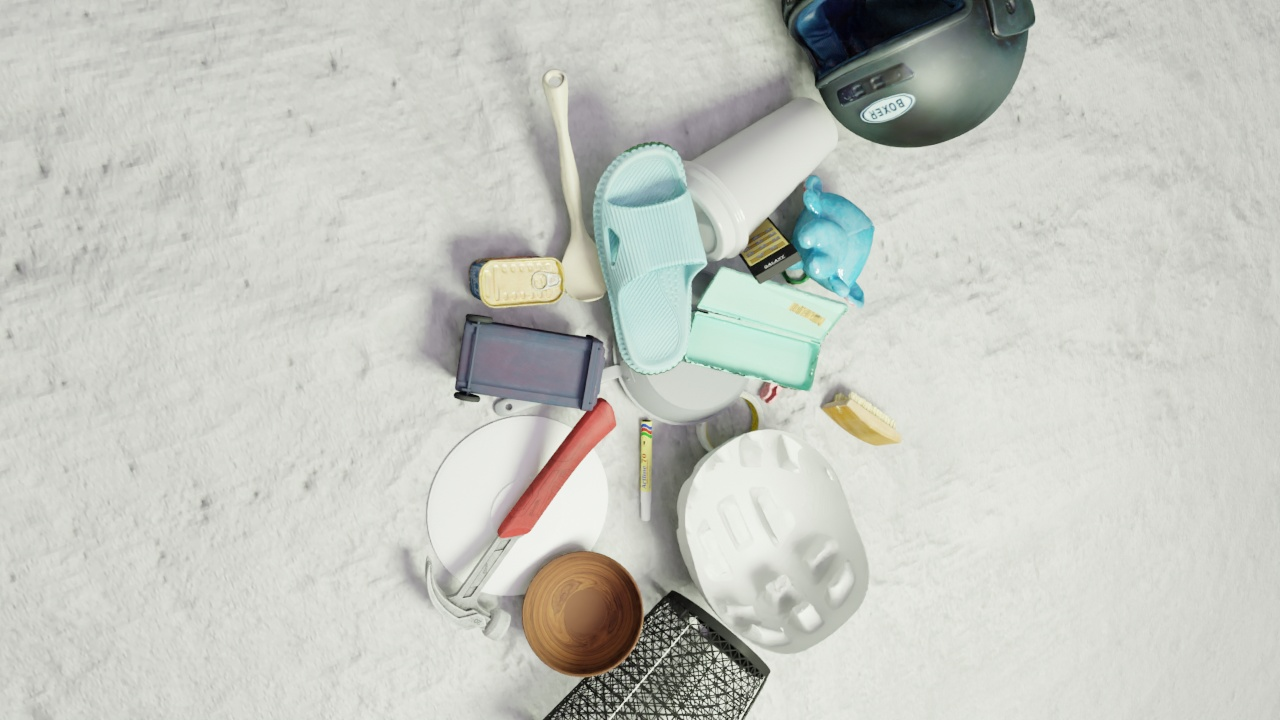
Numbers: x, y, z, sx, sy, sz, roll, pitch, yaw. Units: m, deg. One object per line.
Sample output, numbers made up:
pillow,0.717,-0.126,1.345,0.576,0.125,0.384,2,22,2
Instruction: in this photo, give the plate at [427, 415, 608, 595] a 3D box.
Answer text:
plate,-0.141,0.183,1.117,0.229,0.030,0.229,-4,101,-23

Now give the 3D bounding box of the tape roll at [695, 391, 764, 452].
tape roll,0.119,0.084,1.217,0.094,0.019,0.094,-4,101,-22

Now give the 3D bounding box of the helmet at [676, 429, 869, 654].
helmet,0.154,0.220,1.166,0.223,0.184,0.282,-38,119,-19

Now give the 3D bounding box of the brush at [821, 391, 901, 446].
brush,0.313,0.082,1.286,0.117,0.049,0.039,34,63,-24

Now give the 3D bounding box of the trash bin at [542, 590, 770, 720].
trash bin,0.025,0.436,1.148,0.242,0.217,0.217,-49,114,-15

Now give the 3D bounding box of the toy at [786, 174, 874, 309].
toy,0.224,-0.140,1.148,0.180,0.115,0.183,-29,101,-56

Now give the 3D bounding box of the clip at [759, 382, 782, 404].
clip,0.180,0.027,1.232,0.060,0.023,0.044,-35,107,-16

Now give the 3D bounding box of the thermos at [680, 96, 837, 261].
thermos,0.137,-0.228,1.116,0.221,0.132,0.131,-40,113,-20

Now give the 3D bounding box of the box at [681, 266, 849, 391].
box,0.151,-0.038,1.138,0.187,0.057,0.138,15,105,-23

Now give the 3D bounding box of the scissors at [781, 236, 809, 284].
scissors,0.246,-0.136,1.236,0.130,0.014,0.071,0,100,-22

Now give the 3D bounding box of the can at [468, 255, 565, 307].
can,-0.142,-0.092,1.050,0.099,0.059,0.054,-5,102,-22

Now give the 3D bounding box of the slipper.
slipper,0.013,-0.103,1.033,0.116,0.069,0.276,-10,115,-9

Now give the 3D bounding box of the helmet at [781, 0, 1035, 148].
helmet,0.311,-0.374,1.075,0.315,0.250,0.236,-3,84,-43

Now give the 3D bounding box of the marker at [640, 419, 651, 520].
marker,0.007,0.142,1.183,0.014,0.014,0.132,-4,101,-23

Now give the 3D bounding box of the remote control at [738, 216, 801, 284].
remote control,0.148,-0.134,1.101,0.058,0.133,0.013,-31,117,6

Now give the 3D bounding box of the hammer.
hammer,-0.133,0.175,1.077,0.126,0.036,0.316,35,92,-23

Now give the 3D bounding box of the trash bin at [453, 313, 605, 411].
trash bin,-0.124,0.004,1.042,0.160,0.092,0.094,9,95,-10

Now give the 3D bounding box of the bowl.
bowl,-0.070,0.312,1.137,0.147,0.069,0.147,0,77,0

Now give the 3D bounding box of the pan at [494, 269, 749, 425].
pan,-0.007,0.007,1.133,0.356,0.051,0.201,-19,100,-20

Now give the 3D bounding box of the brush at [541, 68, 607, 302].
brush,-0.077,-0.188,1.032,0.062,0.077,0.272,-16,118,-15
